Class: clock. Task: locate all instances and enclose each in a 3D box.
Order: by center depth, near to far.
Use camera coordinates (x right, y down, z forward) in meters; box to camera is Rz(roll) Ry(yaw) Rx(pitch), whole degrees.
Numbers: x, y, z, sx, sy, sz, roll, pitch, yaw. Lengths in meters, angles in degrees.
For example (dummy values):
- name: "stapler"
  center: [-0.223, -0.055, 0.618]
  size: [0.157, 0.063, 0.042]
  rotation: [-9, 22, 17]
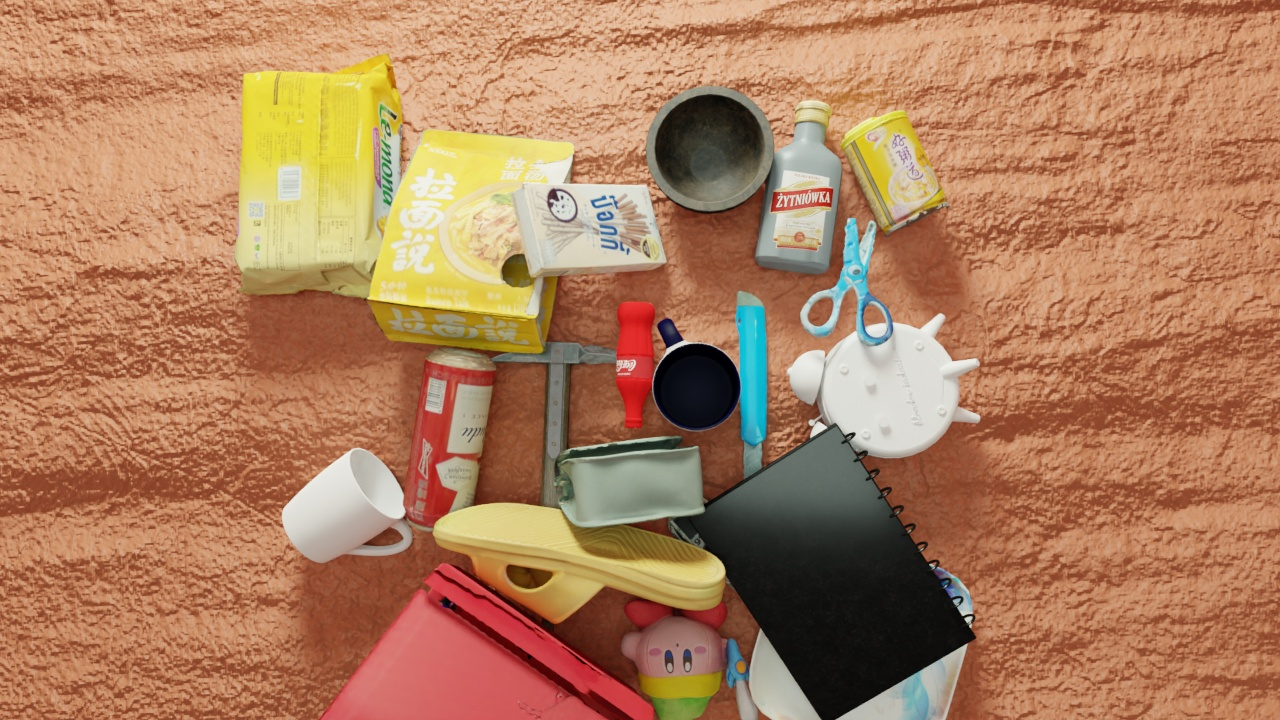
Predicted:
- name: "clock"
  center: [0.229, 0.029, 0.858]
  size: [0.161, 0.073, 0.125]
  rotation: [-18, 85, 2]

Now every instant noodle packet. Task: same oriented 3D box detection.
- name: "instant noodle packet"
  center: [-0.159, -0.129, 0.894]
  size: [0.163, 0.084, 0.221]
  rotation: [5, 69, 7]

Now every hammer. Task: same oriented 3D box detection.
- name: "hammer"
  center: [-0.081, 0.138, 0.892]
  size: [0.147, 0.028, 0.316]
  rotation: [2, 86, 4]

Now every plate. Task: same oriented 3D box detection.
- name: "plate"
  center: [0.207, 0.269, 0.869]
  size: [0.187, 0.016, 0.187]
  rotation: [17, 87, 5]

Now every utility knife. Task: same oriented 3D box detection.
- name: "utility knife"
  center: [0.108, 0.036, 0.894]
  size: [0.031, 0.015, 0.209]
  rotation: [1, 82, 5]

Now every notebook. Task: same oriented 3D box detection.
- name: "notebook"
  center: [0.177, 0.194, 0.837]
  size: [0.169, 0.019, 0.231]
  rotation: [-33, 91, 7]

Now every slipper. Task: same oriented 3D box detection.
- name: "slipper"
  center: [-0.057, 0.190, 0.827]
  size: [0.263, 0.099, 0.078]
  rotation: [11, 105, 5]

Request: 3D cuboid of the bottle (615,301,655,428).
- name: "bottle"
  center: [-0.005, 0.005, 0.876]
  size: [0.036, 0.036, 0.119]
  rotation: [1, 86, 4]

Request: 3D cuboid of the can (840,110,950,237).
- name: "can"
  center: [0.242, -0.179, 0.875]
  size: [0.067, 0.067, 0.105]
  rotation: [-24, 85, 1]

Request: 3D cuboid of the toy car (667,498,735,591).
- name: "toy car"
  center: [0.078, 0.177, 0.873]
  size: [0.113, 0.040, 0.048]
  rotation: [40, 90, 5]

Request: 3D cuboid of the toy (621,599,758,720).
- name: "toy"
  center: [0.044, 0.292, 0.858]
  size: [0.124, 0.097, 0.131]
  rotation: [0, 67, -2]

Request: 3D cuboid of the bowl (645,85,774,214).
- name: "bowl"
  center: [0.067, -0.198, 0.893]
  size: [0.121, 0.056, 0.121]
  rotation: [0, 86, 4]

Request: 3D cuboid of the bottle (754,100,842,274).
- name: "bottle"
  center: [0.157, -0.169, 0.890]
  size: [0.072, 0.046, 0.161]
  rotation: [8, 86, 3]

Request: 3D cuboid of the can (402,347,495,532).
- name: "can"
  center: [-0.183, 0.075, 0.873]
  size: [0.067, 0.067, 0.170]
  rotation: [11, 95, 4]

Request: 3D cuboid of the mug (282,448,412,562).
- name: "mug"
  center: [-0.276, 0.153, 0.886]
  size: [0.088, 0.081, 0.114]
  rotation: [-35, 116, 7]

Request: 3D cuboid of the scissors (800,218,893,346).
- name: "scissors"
  center: [0.210, -0.074, 0.856]
  size: [0.090, 0.014, 0.140]
  rotation: [20, 68, 12]

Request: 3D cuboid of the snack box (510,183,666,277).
- name: "snack box"
  center: [-0.046, -0.124, 0.864]
  size: [0.149, 0.026, 0.082]
  rotation: [-8, 81, -40]

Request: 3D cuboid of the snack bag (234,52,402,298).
- name: "snack bag"
  center: [-0.323, -0.183, 0.912]
  size: [0.160, 0.068, 0.247]
  rotation: [-1, 85, 5]

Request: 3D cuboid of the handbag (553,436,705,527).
- name: "handbag"
  center: [-0.011, 0.107, 0.836]
  size: [0.121, 0.106, 0.067]
  rotation: [-5, 90, -15]

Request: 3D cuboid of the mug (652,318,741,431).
- name: "mug"
  center: [0.045, 0.012, 0.859]
  size: [0.078, 0.097, 0.112]
  rotation: [-26, 85, 1]

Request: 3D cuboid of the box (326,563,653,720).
- name: "box"
  center: [-0.100, 0.259, 0.715]
  size: [0.211, 0.315, 0.124]
  rotation: [34, 99, 1]
